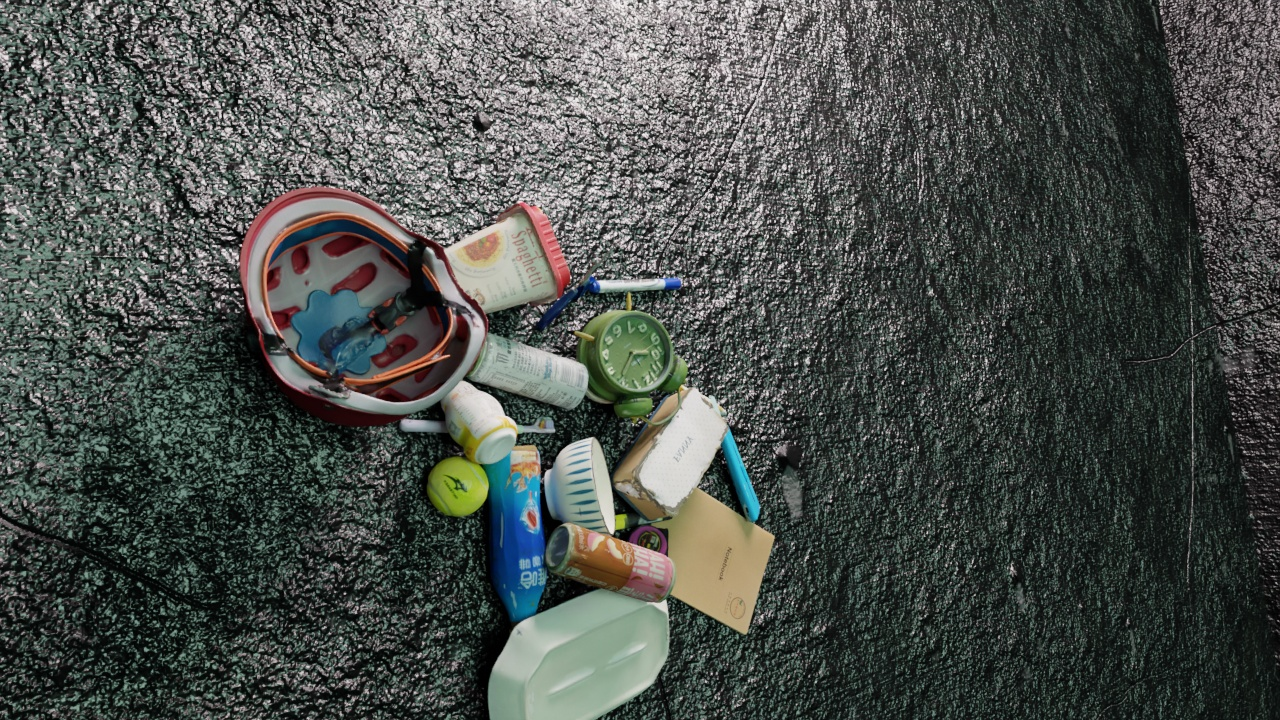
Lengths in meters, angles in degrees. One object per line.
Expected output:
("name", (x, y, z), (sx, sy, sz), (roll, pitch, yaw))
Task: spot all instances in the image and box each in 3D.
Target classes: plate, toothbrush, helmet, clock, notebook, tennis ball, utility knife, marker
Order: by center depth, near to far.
("helmet", (-0.290, -0.039, 0.912), (0.206, 0.144, 0.240), (-38, 91, -36))
("tennis ball", (-0.198, 0.136, 0.994), (0.065, 0.066, 0.065), (8, 77, -36))
("toothbrush", (-0.183, 0.074, 1.046), (0.188, 0.029, 0.021), (3, 118, -36))
("plate", (-0.055, 0.347, 1.049), (0.265, 0.034, 0.162), (-10, 105, -42))
("clock", (-0.007, 0.007, 1.135), (0.116, 0.056, 0.161), (-38, 101, -24))
("marker", (-0.009, 0.200, 1.155), (0.124, 0.015, 0.018), (-3, 80, -35))
("marker", (-0.006, -0.099, 1.213), (0.145, 0.017, 0.017), (-6, 86, -38))
("notebook", (0.090, 0.259, 1.227), (0.207, 0.008, 0.147), (35, 62, -27))
("toothbrush", (0.047, 0.029, 1.232), (0.191, 0.016, 0.018), (31, 56, -28))
("utility knife", (0.126, 0.132, 1.259), (0.034, 0.018, 0.188), (-41, 113, -60))

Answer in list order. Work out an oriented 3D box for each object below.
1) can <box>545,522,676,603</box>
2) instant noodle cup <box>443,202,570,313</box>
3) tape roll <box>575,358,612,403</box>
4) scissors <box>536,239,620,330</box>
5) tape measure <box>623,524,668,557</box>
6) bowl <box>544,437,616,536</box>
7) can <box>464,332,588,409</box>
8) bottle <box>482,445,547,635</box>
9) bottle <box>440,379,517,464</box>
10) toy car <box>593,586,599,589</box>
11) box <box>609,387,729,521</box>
("can", (-0.033, 0.229, 1.032), (0.147, 0.058, 0.057), (25, 68, -29))
("instant noodle cup", (-0.163, -0.104, 1.042), (0.124, 0.117, 0.116), (-26, 98, -26))
("tape roll", (-0.042, 0.012, 1.158), (0.085, 0.014, 0.085), (3, 82, -26))
("scissors", (-0.068, -0.091, 1.086), (0.012, 0.164, 0.160), (47, 19, -1))
("tape measure", (0.006, 0.234, 1.141), (0.058, 0.039, 0.057), (5, 66, -13))
("bowl", (-0.073, 0.153, 1.073), (0.066, 0.116, 0.116), (-11, 88, 5))
("can", (-0.134, 0.012, 1.069), (0.146, 0.058, 0.058), (19, 71, -33))
("bottle", (-0.139, 0.206, 1.028), (0.065, 0.065, 0.218), (0, 82, -37))
("bottle", (-0.183, 0.061, 0.998), (0.063, 0.063, 0.108), (-19, 54, -38))
("toy car", (-0.020, 0.279, 1.124), (0.105, 0.031, 0.048), (44, 59, -31))
("box", (0.042, 0.114, 1.175), (0.090, 0.061, 0.183), (49, 51, -13))
